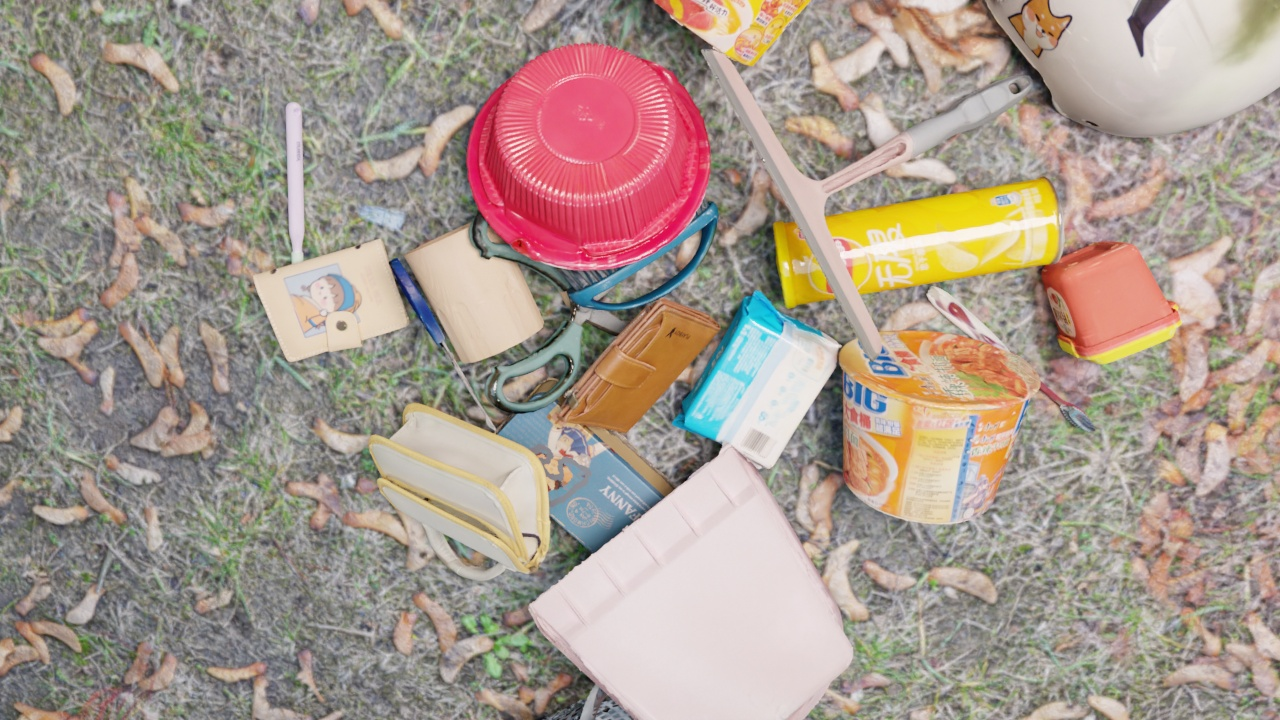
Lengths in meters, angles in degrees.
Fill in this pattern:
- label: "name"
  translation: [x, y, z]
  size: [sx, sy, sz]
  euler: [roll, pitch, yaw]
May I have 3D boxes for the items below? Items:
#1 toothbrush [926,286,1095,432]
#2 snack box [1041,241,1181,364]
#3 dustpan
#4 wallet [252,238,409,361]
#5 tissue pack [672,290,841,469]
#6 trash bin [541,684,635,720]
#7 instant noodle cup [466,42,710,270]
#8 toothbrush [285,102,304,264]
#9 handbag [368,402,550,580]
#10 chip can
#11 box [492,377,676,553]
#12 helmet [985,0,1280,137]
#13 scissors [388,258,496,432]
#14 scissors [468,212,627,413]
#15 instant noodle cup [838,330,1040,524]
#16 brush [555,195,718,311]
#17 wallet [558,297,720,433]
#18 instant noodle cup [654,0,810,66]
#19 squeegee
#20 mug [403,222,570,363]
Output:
- label: "toothbrush"
  translation: [0.312, 0.000, 0.772]
  size: [0.187, 0.017, 0.016]
  euler: [40, 105, -5]
- label: "snack box"
  translation: [0.363, -0.049, 0.717]
  size: [0.082, 0.091, 0.080]
  euler: [-24, 94, 12]
- label: "dustpan"
  translation: [0.062, 0.240, 0.815]
  size: [0.222, 0.139, 0.273]
  euler: [-35, 88, -4]
- label: "wallet"
  translation: [-0.271, -0.051, 0.814]
  size: [0.115, 0.024, 0.087]
  euler: [-17, 102, -7]
- label: "tissue pack"
  translation: [0.098, 0.019, 0.779]
  size: [0.090, 0.063, 0.140]
  euler: [27, 109, -4]
- label: "trash bin"
  translation: [-0.062, 0.417, 0.847]
  size: [0.195, 0.226, 0.226]
  euler: [-25, 101, 26]
- label: "instant noodle cup"
  translation: [-0.040, -0.169, 0.699]
  size: [0.194, 0.066, 0.193]
  euler: [0, 74, 0]
- label: "toothbrush"
  translation: [-0.302, -0.130, 0.809]
  size: [0.021, 0.029, 0.189]
  euler: [16, 110, 42]
- label: "handbag"
  translation: [-0.159, 0.140, 0.814]
  size: [0.163, 0.063, 0.179]
  euler: [19, 130, 29]
- label: "chip can"
  translation: [0.215, -0.092, 0.730]
  size: [0.213, 0.072, 0.072]
  euler: [-8, 104, 9]
- label: "box"
  translation: [-0.046, 0.105, 0.824]
  size: [0.184, 0.059, 0.090]
  euler: [41, 107, -4]
- label: "helmet"
  translation: [0.363, -0.287, 0.615]
  size: [0.230, 0.156, 0.274]
  euler: [-22, 102, 12]
- label: "scissors"
  translation: [-0.170, -0.015, 0.784]
  size: [0.012, 0.157, 0.165]
  euler: [-31, 124, -11]
- label: "scissors"
  translation: [-0.086, -0.052, 0.749]
  size: [0.170, 0.019, 0.180]
  euler: [-45, 113, -24]
- label: "instant noodle cup"
  translation: [0.230, 0.053, 0.736]
  size: [0.151, 0.151, 0.111]
  euler: [4, 114, 6]
- label: "brush"
  translation: [0.005, -0.086, 0.750]
  size: [0.143, 0.055, 0.073]
  euler: [-35, 108, -9]
- label: "wallet"
  translation: [-0.005, 0.004, 0.767]
  size: [0.131, 0.119, 0.035]
  euler: [-48, 65, 16]
- label: "instant noodle cup"
  translation: [0.071, -0.291, 0.665]
  size: [0.138, 0.137, 0.110]
  euler: [36, 114, -4]
- label: "squeegee"
  translation: [0.198, -0.160, 0.691]
  size: [0.249, 0.040, 0.247]
  euler: [-29, 91, -18]
- label: "mug"
  translation: [-0.121, -0.070, 0.780]
  size: [0.124, 0.084, 0.103]
  euler: [-28, 105, -14]
